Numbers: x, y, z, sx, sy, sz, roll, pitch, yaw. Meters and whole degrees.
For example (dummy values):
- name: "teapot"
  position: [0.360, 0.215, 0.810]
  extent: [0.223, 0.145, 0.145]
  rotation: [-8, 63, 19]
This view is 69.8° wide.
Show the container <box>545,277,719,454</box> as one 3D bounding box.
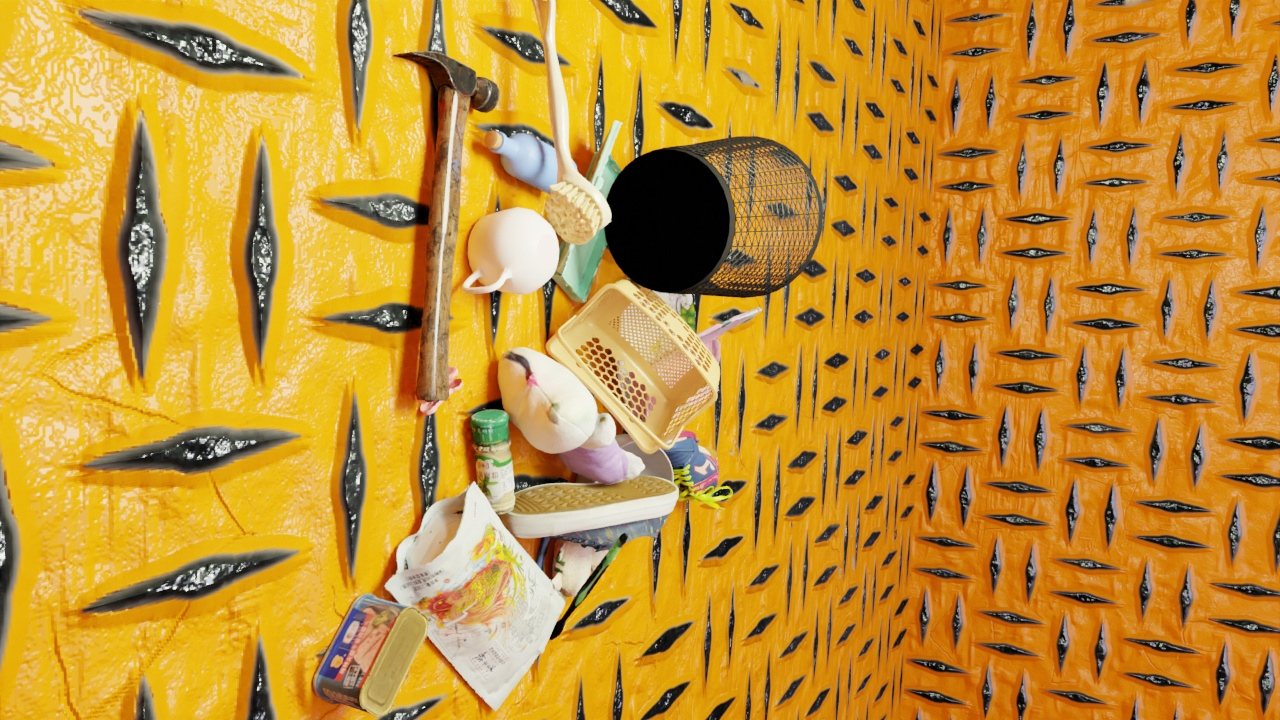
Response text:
- name: "container"
  position: [-0.006, 0.006, 1.072]
  extent: [0.183, 0.129, 0.166]
  rotation: [47, 27, -3]

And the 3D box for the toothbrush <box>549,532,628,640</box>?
- name: "toothbrush"
  position: [-0.063, 0.270, 1.097]
  extent: [0.188, 0.014, 0.017]
  rotation: [-56, 175, 24]

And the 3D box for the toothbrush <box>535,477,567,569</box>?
- name: "toothbrush"
  position: [-0.115, 0.234, 1.098]
  extent: [0.016, 0.017, 0.189]
  rotation: [40, 60, -56]

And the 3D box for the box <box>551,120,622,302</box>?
- name: "box"
  position: [-0.061, -0.179, 1.103]
  extent: [0.138, 0.056, 0.186]
  rotation: [74, 30, -63]

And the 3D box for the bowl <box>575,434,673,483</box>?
- name: "bowl"
  position: [-0.028, 0.158, 1.177]
  extent: [0.131, 0.064, 0.132]
  rotation: [-10, 108, -36]

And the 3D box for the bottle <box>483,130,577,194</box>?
- name: "bottle"
  position: [-0.122, -0.218, 0.990]
  extent: [0.131, 0.048, 0.048]
  rotation: [15, 81, -60]

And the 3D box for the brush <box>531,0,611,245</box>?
- name: "brush"
  position: [-0.083, -0.257, 0.963]
  extent: [0.077, 0.062, 0.272]
  rotation: [-25, 106, -64]

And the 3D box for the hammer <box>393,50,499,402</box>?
- name: "hammer"
  position: [-0.195, -0.126, 0.878]
  extent: [0.119, 0.033, 0.330]
  rotation: [9, 83, -57]

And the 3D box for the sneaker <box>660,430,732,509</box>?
- name: "sneaker"
  position: [0.063, 0.156, 1.302]
  extent: [0.241, 0.116, 0.091]
  rotation: [36, 53, -64]

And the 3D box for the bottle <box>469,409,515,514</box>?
- name: "bottle"
  position: [-0.157, 0.109, 0.982]
  extent: [0.042, 0.043, 0.110]
  rotation: [-28, 119, -57]

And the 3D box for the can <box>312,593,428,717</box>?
- name: "can"
  position: [-0.242, 0.267, 0.832]
  extent: [0.054, 0.059, 0.099]
  rotation: [59, 45, -46]

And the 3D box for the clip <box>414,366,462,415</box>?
- name: "clip"
  position: [-0.199, 0.035, 0.917]
  extent: [0.059, 0.023, 0.041]
  rotation: [-40, 131, -45]

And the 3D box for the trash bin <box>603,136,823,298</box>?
- name: "trash bin"
  position: [0.085, -0.175, 1.144]
  extent: [0.242, 0.217, 0.217]
  rotation: [-18, 109, -60]

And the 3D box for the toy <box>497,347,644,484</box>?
- name: "toy"
  position: [-0.085, 0.069, 1.038]
  extent: [0.085, 0.137, 0.209]
  rotation: [-44, 143, -5]

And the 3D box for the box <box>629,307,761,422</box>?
- name: "box"
  position: [0.067, -0.001, 1.272]
  extent: [0.232, 0.075, 0.173]
  rotation: [-22, 143, -59]

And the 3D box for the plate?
- name: "plate"
  position: [0.013, -0.027, 1.274]
  extent: [0.228, 0.030, 0.229]
  rotation: [-20, 113, -59]

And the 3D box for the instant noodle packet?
- name: "instant noodle packet"
  position: [-0.162, 0.256, 0.975]
  extent: [0.146, 0.057, 0.269]
  rotation: [-51, 138, -26]

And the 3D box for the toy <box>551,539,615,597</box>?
- name: "toy"
  position: [-0.080, 0.247, 1.128]
  extent: [0.112, 0.050, 0.087]
  rotation: [-14, 109, -58]

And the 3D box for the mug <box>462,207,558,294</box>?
- name: "mug"
  position: [-0.136, -0.104, 0.951]
  extent: [0.123, 0.076, 0.090]
  rotation: [-55, 139, -42]

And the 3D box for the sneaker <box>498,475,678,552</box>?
- name: "sneaker"
  position: [-0.056, 0.190, 1.072]
  extent: [0.235, 0.087, 0.079]
  rotation: [-2, 108, -36]
